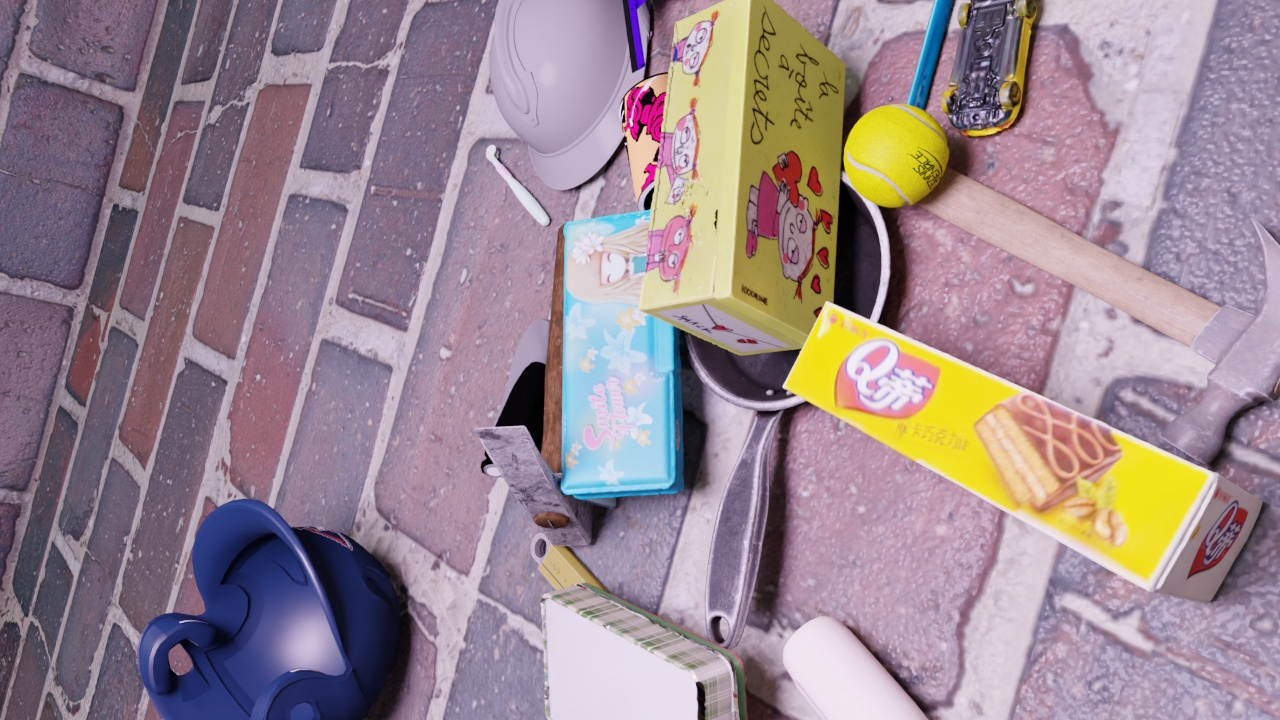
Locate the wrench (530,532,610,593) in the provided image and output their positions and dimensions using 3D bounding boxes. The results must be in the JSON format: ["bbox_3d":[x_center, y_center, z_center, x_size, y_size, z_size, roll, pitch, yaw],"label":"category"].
[{"bbox_3d":[-0.016,0.219,0.753,0.273,0.018,0.084,37,106,44],"label":"wrench"}]

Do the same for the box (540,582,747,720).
[{"bbox_3d":[-0.003,0.242,0.672,0.206,0.049,0.117,3,96,53],"label":"box"}]

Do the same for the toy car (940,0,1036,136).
[{"bbox_3d":[0.232,-0.202,0.606,0.049,0.030,0.107,10,89,48],"label":"toy car"}]

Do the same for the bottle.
[{"bbox_3d":[0.147,0.224,0.563,0.146,0.051,0.051,47,113,42],"label":"bottle"}]

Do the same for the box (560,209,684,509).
[{"bbox_3d":[-0.005,0.005,0.763,0.098,0.121,0.226,-5,73,15],"label":"box"}]

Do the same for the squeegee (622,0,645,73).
[{"bbox_3d":[0.056,-0.379,0.815,0.185,0.055,0.249,-38,40,32],"label":"squeegee"}]

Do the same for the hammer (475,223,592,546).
[{"bbox_3d":[-0.075,-0.016,0.781,0.037,0.218,0.299,-3,60,9],"label":"hammer"}]

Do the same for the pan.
[{"bbox_3d":[0.092,0.028,0.668,0.188,0.055,0.356,-1,79,45],"label":"pan"}]

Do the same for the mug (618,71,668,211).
[{"bbox_3d":[0.047,-0.181,0.763,0.118,0.082,0.098,-16,65,12],"label":"mug"}]

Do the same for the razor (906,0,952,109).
[{"bbox_3d":[0.208,-0.231,0.648,0.042,0.022,0.144,15,95,10],"label":"razor"}]

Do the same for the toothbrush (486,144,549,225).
[{"bbox_3d":[-0.132,-0.187,0.983,0.154,0.015,0.022,52,146,39],"label":"toothbrush"}]

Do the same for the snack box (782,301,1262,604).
[{"bbox_3d":[0.202,0.045,0.513,0.230,0.110,0.062,32,99,45],"label":"snack box"}]

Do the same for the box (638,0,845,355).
[{"bbox_3d":[0.075,-0.125,0.627,0.081,0.124,0.220,-5,70,43],"label":"box"}]

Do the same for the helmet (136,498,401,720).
[{"bbox_3d":[-0.359,0.263,0.937,0.233,0.222,0.272,7,114,32],"label":"helmet"}]

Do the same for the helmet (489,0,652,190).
[{"bbox_3d":[-0.093,-0.311,0.902,0.184,0.117,0.270,-16,67,42],"label":"helmet"}]

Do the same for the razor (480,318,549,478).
[{"bbox_3d":[-0.107,0.037,0.873,0.060,0.057,0.156,146,137,-69],"label":"razor"}]

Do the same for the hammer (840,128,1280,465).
[{"bbox_3d":[0.242,-0.077,0.574,0.331,0.030,0.119,46,111,45],"label":"hammer"}]

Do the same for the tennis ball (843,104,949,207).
[{"bbox_3d":[0.167,-0.134,0.600,0.066,0.065,0.065,-14,69,42],"label":"tennis ball"}]
